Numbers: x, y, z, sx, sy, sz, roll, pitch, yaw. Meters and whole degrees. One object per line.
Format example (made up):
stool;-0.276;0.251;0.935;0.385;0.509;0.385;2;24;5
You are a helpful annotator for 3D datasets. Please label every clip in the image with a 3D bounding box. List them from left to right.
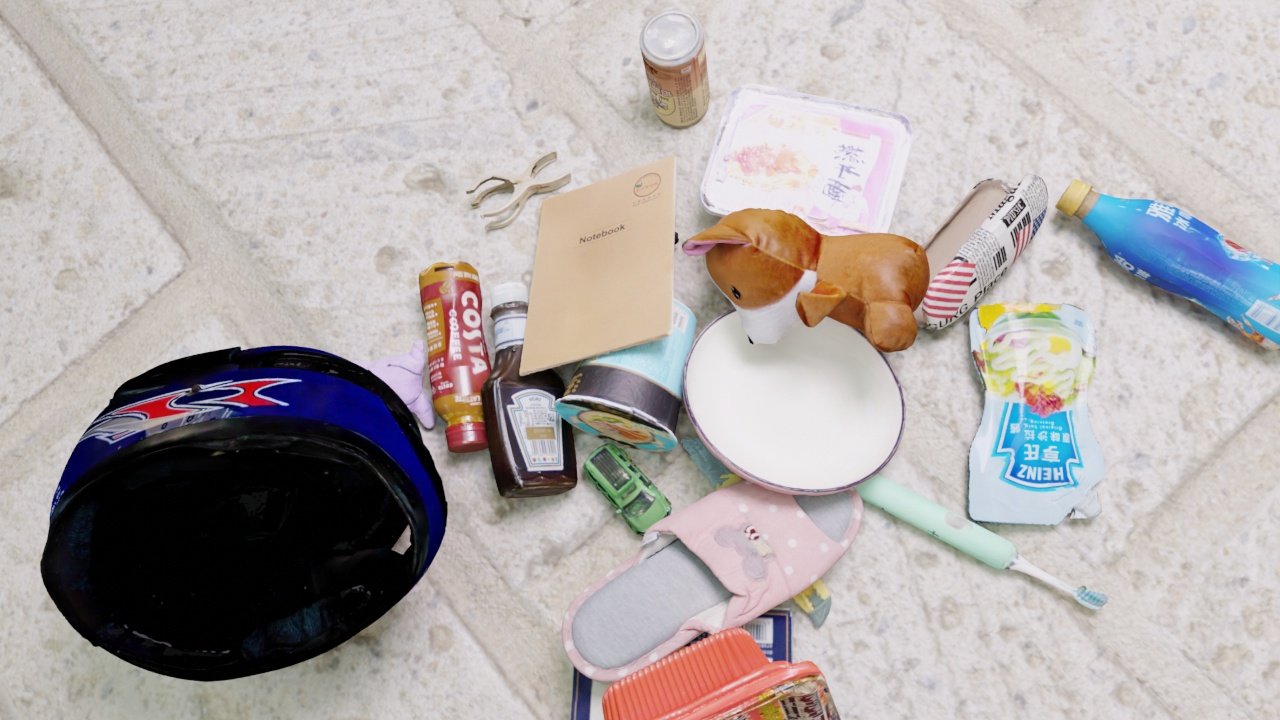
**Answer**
clip;-0.115;-0.159;0.901;0.104;0.035;0.081;-15;71;-5

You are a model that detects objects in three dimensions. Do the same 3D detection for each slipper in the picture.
slipper;0.059;0.165;0.744;0.274;0.054;0.114;-28;57;-10

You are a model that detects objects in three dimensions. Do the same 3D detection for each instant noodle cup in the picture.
instant noodle cup;-0.005;0.005;0.811;0.111;0.111;0.120;14;69;11
instant noodle cup;0.046;0.268;0.664;0.189;0.165;0.079;-26;47;-2
instant noodle cup;0.153;-0.172;0.854;0.173;0.060;0.138;16;78;10

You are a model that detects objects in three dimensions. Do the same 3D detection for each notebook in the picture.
notebook;-0.036;-0.089;0.824;0.148;0.008;0.207;-14;52;23

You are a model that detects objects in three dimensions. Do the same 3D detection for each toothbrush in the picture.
toothbrush;0.277;0.149;0.768;0.224;0.027;0.026;27;54;14

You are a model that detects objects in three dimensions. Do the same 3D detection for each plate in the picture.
plate;0.128;0.035;0.789;0.192;0.039;0.192;4;55;-6

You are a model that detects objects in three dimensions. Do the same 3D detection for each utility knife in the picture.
utility knife;0.101;0.144;0.803;0.031;0.021;0.198;-35;69;-9

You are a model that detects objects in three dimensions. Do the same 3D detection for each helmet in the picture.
helmet;-0.294;0.100;0.743;0.316;0.240;0.247;-18;112;10

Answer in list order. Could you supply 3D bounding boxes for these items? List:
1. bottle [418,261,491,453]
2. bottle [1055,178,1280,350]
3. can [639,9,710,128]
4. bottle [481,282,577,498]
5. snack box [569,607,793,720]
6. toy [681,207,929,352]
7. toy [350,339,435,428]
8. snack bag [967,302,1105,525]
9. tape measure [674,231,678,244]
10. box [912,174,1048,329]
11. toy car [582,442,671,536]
bottle;-0.169;-0.003;0.852;0.057;0.057;0.174;-12;74;4
bottle;0.464;-0.090;0.788;0.219;0.065;0.065;34;82;16
can;0.034;-0.273;0.866;0.058;0.116;0.058;-2;74;7
bottle;-0.106;0.025;0.830;0.044;0.079;0.194;-28;67;45
snack box;0.034;0.292;0.753;0.178;0.046;0.182;1;75;8
toy;0.136;-0.067;0.775;0.199;0.140;0.130;24;96;9
toy;-0.249;0.030;0.865;0.108;0.039;0.084;-9;93;3
snack bag;0.336;0.045;0.784;0.110;0.039;0.190;4;76;-1
tape measure;0.001;-0.121;0.871;0.057;0.039;0.058;-37;79;-3
box;0.295;-0.096;0.801;0.076;0.087;0.163;45;81;1
toy car;-0.013;0.113;0.813;0.043;0.036;0.091;-43;78;-6
